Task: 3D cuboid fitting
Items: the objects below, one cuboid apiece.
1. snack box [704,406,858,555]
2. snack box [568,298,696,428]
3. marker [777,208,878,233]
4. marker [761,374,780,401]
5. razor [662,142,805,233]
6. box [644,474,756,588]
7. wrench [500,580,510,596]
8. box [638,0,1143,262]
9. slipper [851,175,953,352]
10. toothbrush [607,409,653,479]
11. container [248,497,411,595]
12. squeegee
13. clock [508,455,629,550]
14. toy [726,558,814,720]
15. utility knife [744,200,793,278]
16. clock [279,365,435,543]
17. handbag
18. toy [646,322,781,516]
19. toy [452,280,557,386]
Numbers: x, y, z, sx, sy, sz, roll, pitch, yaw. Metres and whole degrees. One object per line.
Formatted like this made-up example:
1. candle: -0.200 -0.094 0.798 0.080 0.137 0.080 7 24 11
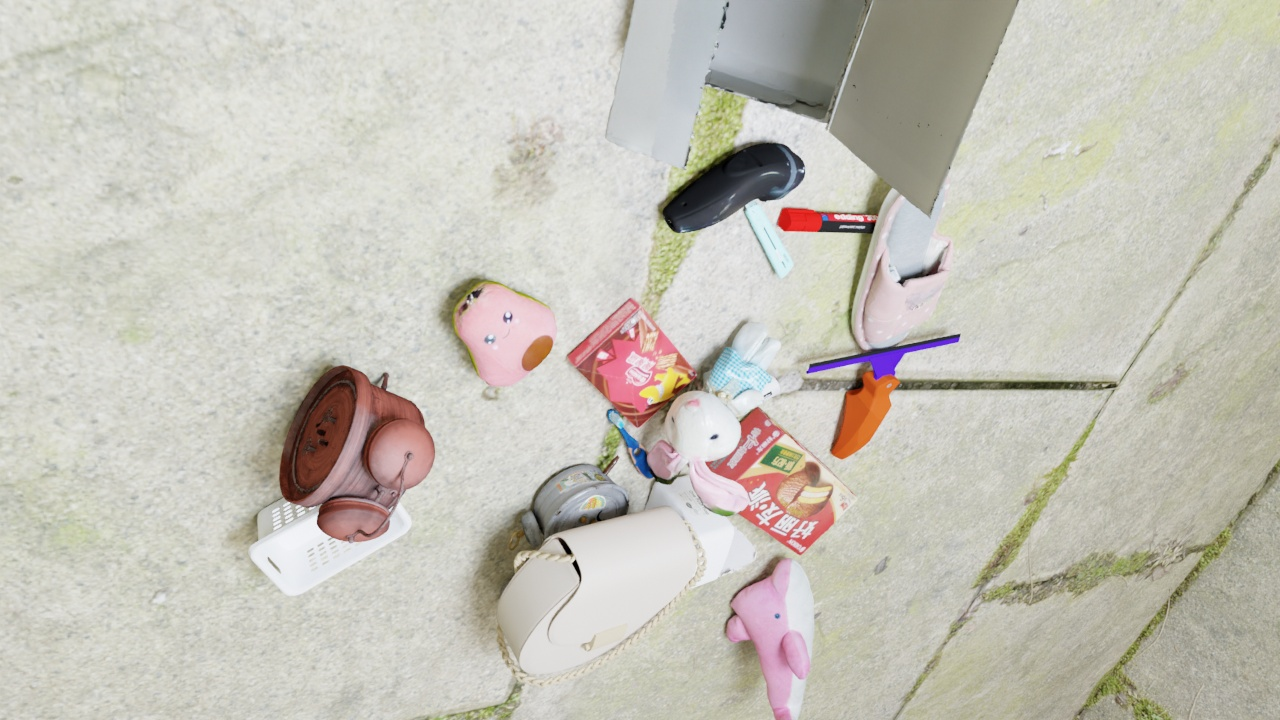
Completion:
1. snack box: 0.176 0.158 1.161 0.113 0.060 0.236 -45 136 6
2. snack box: -0.006 0.006 0.943 0.089 0.021 0.133 -43 137 0
3. marker: 0.207 -0.147 0.971 0.144 0.021 0.023 -4 96 -32
4. marker: 0.103 0.055 1.055 0.125 0.025 0.025 -28 135 -14
5. razor: 0.087 -0.157 0.860 0.140 0.053 0.064 -30 144 -8
6. box: 0.085 0.207 1.103 0.136 0.109 0.124 -8 129 -28
7. wrench: -0.048 0.270 1.124 0.272 0.018 0.084 6 119 -38
8. box: 0.147 -0.225 0.620 0.149 0.369 0.167 -8 126 -34
9. slipper: 0.302 -0.097 1.034 0.114 0.054 0.275 -28 143 -16
10. toothbrush: -0.007 0.097 1.018 0.021 0.017 0.135 -36 136 -7
11. container: -0.286 0.148 0.841 0.129 0.049 0.081 -30 135 -12
12. squeegee: 0.287 0.061 1.167 0.249 0.055 0.185 -10 139 -28
13. clock: -0.077 0.169 0.997 0.147 0.056 0.104 -23 137 -20
14. toy: 0.187 0.405 1.327 0.128 0.186 0.266 -1 107 11
15. utility knife: 0.126 -0.131 0.934 0.022 0.015 0.129 -39 133 0
16. clock: -0.230 0.079 0.750 0.072 0.157 0.121 28 105 -39
17. handbag: -0.050 0.247 0.998 0.210 0.103 0.209 -8 139 -36
18. toy: 0.085 0.051 0.967 0.205 0.131 0.105 -61 152 -4
19. toy: -0.125 -0.026 0.814 0.090 0.051 0.110 -46 135 3
